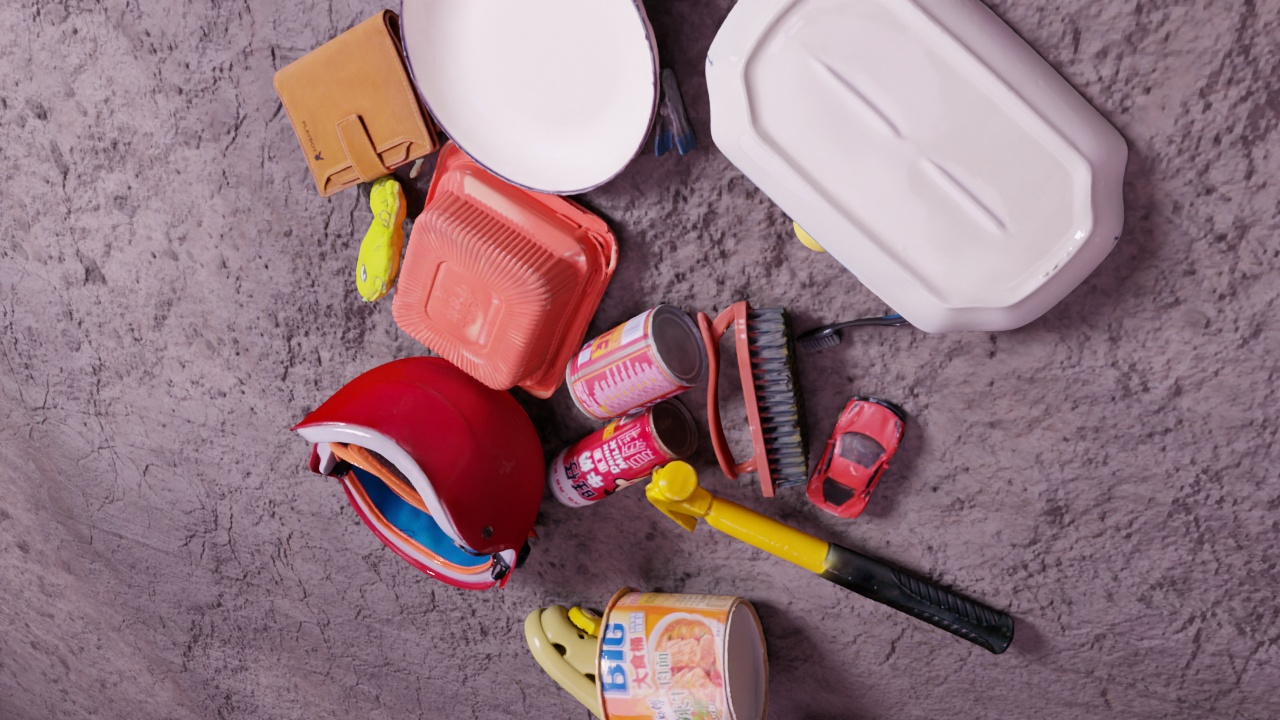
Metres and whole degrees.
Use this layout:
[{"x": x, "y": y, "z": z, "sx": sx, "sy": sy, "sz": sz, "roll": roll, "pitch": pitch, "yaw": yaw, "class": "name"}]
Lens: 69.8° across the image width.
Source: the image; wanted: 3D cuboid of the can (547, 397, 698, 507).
[{"x": -0.018, "y": 0.079, "z": 0.764, "sx": 0.133, "sy": 0.053, "sz": 0.053, "roll": -31, "pitch": 102, "yaw": 37, "class": "can"}]

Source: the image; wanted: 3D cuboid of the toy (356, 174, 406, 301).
[{"x": -0.206, "y": -0.096, "z": 0.735, "sx": 0.031, "sy": 0.097, "sz": 0.100, "roll": 10, "pitch": 105, "yaw": -26, "class": "toy"}]

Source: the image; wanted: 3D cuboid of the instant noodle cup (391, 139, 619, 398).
[{"x": -0.117, "y": -0.059, "z": 0.715, "sx": 0.164, "sy": 0.078, "sz": 0.189, "roll": 32, "pitch": 127, "yaw": 6, "class": "instant noodle cup"}]

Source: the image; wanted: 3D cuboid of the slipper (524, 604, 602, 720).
[{"x": -0.026, "y": 0.301, "z": 0.900, "sx": 0.190, "sy": 0.091, "sz": 0.081, "roll": 42, "pitch": 89, "yaw": 10, "class": "slipper"}]

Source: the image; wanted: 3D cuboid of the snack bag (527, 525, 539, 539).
[{"x": -0.137, "y": 0.171, "z": 0.901, "sx": 0.104, "sy": 0.026, "sz": 0.048, "roll": -31, "pitch": 90, "yaw": 37, "class": "snack bag"}]

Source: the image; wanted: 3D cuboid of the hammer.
[{"x": 0.144, "y": 0.154, "z": 0.716, "sx": 0.301, "sy": 0.032, "sz": 0.129, "roll": 23, "pitch": 166, "yaw": 3, "class": "hammer"}]

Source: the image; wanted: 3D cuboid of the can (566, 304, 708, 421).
[{"x": -0.004, "y": 0.004, "z": 0.703, "sx": 0.094, "sy": 0.066, "sz": 0.066, "roll": -26, "pitch": 105, "yaw": 36, "class": "can"}]

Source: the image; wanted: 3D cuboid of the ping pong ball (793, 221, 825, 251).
[{"x": 0.120, "y": -0.091, "z": 0.597, "sx": 0.040, "sy": 0.040, "sz": 0.040, "roll": 13, "pitch": 124, "yaw": 20, "class": "ping pong ball"}]

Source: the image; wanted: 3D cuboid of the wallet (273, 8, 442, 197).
[{"x": -0.216, "y": -0.188, "z": 0.710, "sx": 0.131, "sy": 0.035, "sz": 0.119, "roll": -13, "pitch": 99, "yaw": 32, "class": "wallet"}]

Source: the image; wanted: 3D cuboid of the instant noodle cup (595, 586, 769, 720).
[{"x": 0.043, "y": 0.271, "z": 0.801, "sx": 0.112, "sy": 0.151, "sz": 0.151, "roll": -10, "pitch": 114, "yaw": 22, "class": "instant noodle cup"}]

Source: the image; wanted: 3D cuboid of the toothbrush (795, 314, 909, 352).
[{"x": 0.193, "y": -0.031, "z": 0.615, "sx": 0.190, "sy": 0.014, "sz": 0.016, "roll": -14, "pitch": 113, "yaw": 32, "class": "toothbrush"}]

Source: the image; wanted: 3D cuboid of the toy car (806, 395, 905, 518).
[{"x": 0.160, "y": 0.074, "z": 0.686, "sx": 0.049, "sy": 0.031, "sz": 0.106, "roll": 25, "pitch": 125, "yaw": 10, "class": "toy car"}]

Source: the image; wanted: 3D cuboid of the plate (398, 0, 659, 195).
[{"x": -0.069, "y": -0.204, "z": 0.609, "sx": 0.192, "sy": 0.038, "sz": 0.193, "roll": 17, "pitch": 133, "yaw": 18, "class": "plate"}]

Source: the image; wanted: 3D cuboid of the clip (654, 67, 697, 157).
[{"x": 0.020, "y": -0.166, "z": 0.613, "sx": 0.043, "sy": 0.026, "sz": 0.058, "roll": 3, "pitch": 117, "yaw": 34, "class": "clip"}]

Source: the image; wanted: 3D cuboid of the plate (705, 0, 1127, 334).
[{"x": 0.158, "y": -0.125, "z": 0.534, "sx": 0.265, "sy": 0.034, "sz": 0.162, "roll": 42, "pitch": 113, "yaw": -3, "class": "plate"}]

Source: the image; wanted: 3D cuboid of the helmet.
[{"x": -0.169, "y": 0.090, "z": 0.797, "sx": 0.207, "sy": 0.143, "sz": 0.240, "roll": 28, "pitch": 151, "yaw": 13, "class": "helmet"}]

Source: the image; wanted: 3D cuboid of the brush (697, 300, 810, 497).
[{"x": 0.082, "y": 0.025, "z": 0.674, "sx": 0.069, "sy": 0.063, "sz": 0.146, "roll": -6, "pitch": 116, "yaw": 15, "class": "brush"}]
